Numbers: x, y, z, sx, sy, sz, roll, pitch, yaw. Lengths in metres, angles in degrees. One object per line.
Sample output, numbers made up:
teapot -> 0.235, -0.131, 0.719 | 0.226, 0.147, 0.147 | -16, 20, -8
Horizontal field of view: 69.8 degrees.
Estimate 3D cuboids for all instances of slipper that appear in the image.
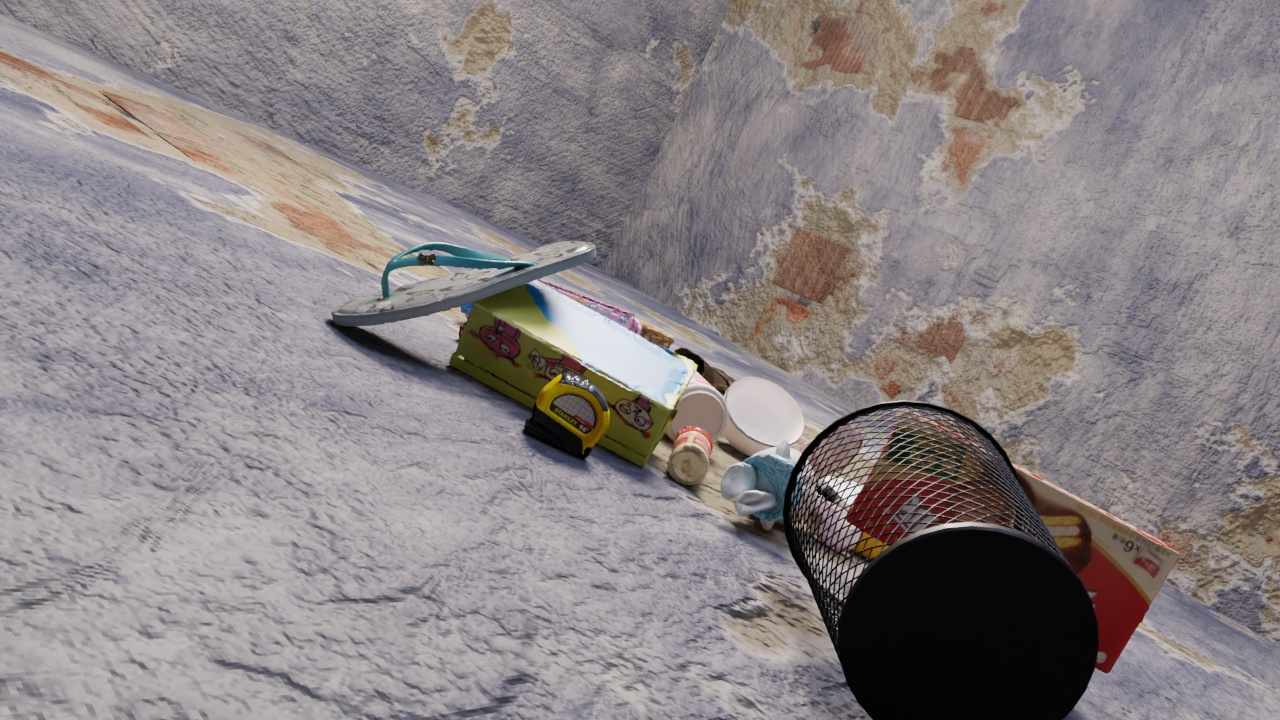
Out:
slipper -> -0.161, -0.089, 0.875 | 0.268, 0.055, 0.098 | -19, 24, -28

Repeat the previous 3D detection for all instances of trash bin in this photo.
trash bin -> 0.196, 0.141, 0.624 | 0.184, 0.184, 0.210 | 27, 13, 0

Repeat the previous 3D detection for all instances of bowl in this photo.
bowl -> 0.153, 0.084, 1.216 | 0.113, 0.063, 0.113 | 12, 48, -14

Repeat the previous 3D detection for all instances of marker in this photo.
marker -> 0.235, 0.174, 1.042 | 0.016, 0.016, 0.140 | 21, 19, -37

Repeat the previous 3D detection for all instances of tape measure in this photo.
tape measure -> -0.060, 0.045, 0.803 | 0.065, 0.064, 0.037 | 27, 9, -9

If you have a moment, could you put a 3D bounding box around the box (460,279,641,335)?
box -> -0.112, -0.051, 1.104 | 0.230, 0.084, 0.053 | 22, -1, 27

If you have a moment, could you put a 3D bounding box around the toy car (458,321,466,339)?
toy car -> -0.169, -0.040, 1.057 | 0.042, 0.036, 0.091 | 26, 29, 24

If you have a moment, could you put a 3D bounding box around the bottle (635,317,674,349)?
bottle -> -0.007, 0.006, 1.110 | 0.056, 0.105, 0.056 | 26, 7, -4

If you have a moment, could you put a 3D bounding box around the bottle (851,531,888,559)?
bottle -> 0.286, 0.209, 0.961 | 0.143, 0.043, 0.043 | 27, 7, 6

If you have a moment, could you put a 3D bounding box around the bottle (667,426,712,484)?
bottle -> 0.051, 0.096, 0.932 | 0.044, 0.044, 0.109 | 27, 8, 3

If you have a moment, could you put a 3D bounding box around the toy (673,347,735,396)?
toy -> 0.091, 0.043, 1.314 | 0.152, 0.078, 0.179 | 31, 3, -37

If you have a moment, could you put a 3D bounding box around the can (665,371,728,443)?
can -> 0.051, 0.051, 1.111 | 0.078, 0.078, 0.136 | 24, 7, -17

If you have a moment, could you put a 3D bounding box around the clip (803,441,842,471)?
clip -> 0.298, 0.156, 1.487 | 0.076, 0.023, 0.059 | 29, 8, 31

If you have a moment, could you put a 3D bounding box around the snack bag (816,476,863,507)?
snack bag -> 0.272, 0.180, 1.125 | 0.144, 0.039, 0.130 | 23, 11, 7

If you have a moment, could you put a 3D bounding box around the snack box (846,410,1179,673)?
snack box -> 0.307, 0.146, 0.779 | 0.236, 0.113, 0.060 | 30, 9, 23

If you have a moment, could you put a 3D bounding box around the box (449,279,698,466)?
box -> -0.062, 0.005, 0.920 | 0.221, 0.081, 0.124 | 29, 28, 3

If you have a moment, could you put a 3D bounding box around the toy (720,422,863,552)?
toy -> 0.131, 0.128, 0.897 | 0.106, 0.131, 0.205 | -7, -7, 38
